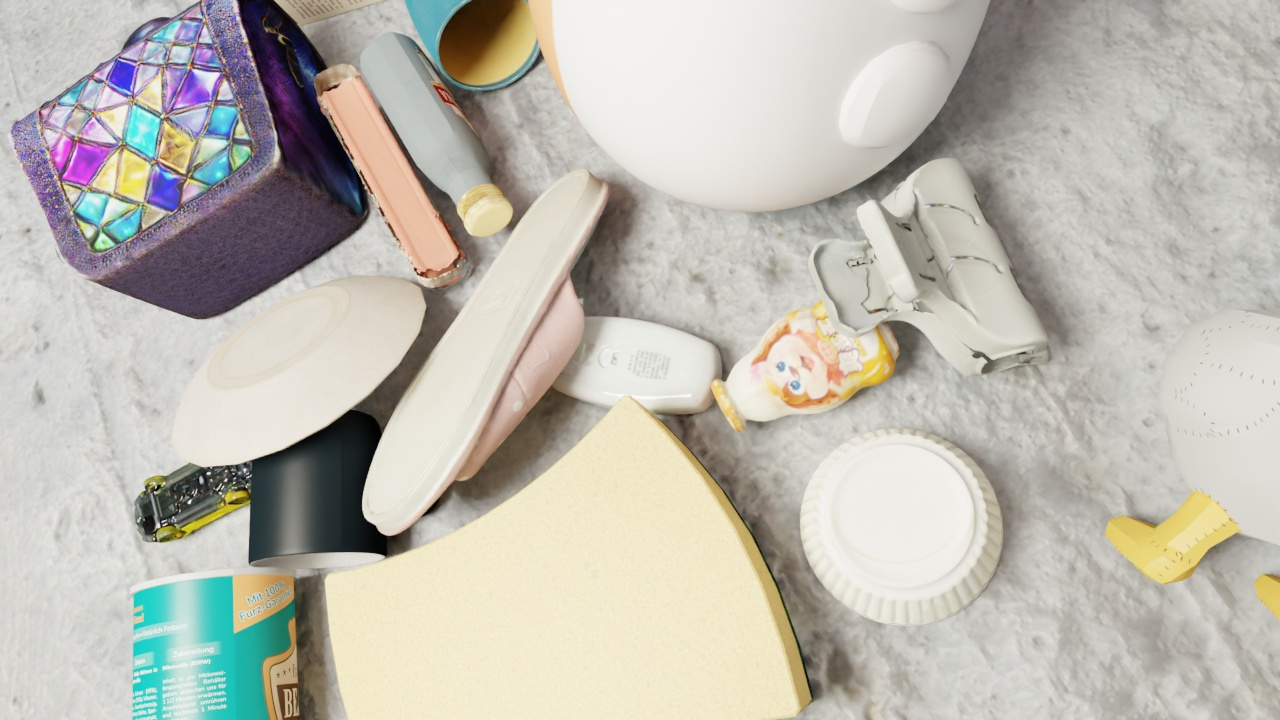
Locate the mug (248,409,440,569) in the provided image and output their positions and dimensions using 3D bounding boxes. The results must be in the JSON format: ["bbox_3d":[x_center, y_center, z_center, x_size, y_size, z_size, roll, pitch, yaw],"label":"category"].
[{"bbox_3d":[-0.194,0.085,0.611,0.121,0.085,0.094,-1,72,-13],"label":"mug"}]

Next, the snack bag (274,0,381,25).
[{"bbox_3d":[-0.269,-0.342,0.748,0.206,0.070,0.094,-10,73,14],"label":"snack bag"}]

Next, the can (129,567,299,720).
[{"bbox_3d":[-0.268,0.212,0.581,0.099,0.099,0.143,-13,72,12],"label":"can"}]

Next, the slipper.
[{"bbox_3d":[-0.088,-0.007,0.593,0.114,0.054,0.273,-1,56,54],"label":"slipper"}]

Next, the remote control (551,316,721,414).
[{"bbox_3d":[-0.004,0.003,0.598,0.114,0.028,0.060,7,76,21],"label":"remote control"}]

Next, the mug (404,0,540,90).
[{"bbox_3d":[-0.125,-0.276,0.673,0.104,0.084,0.112,56,133,29],"label":"mug"}]

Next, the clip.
[{"bbox_3d":[0.170,-0.054,0.514,0.082,0.147,0.125,-43,58,46],"label":"clip"}]

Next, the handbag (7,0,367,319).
[{"bbox_3d":[-0.338,-0.166,0.691,0.205,0.125,0.222,-30,72,7],"label":"handbag"}]

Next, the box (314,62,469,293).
[{"bbox_3d":[-0.181,-0.134,0.659,0.058,0.053,0.186,-37,80,25],"label":"box"}]

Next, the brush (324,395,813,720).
[{"bbox_3d":[-0.046,0.164,0.542,0.250,0.075,0.195,-31,69,6],"label":"brush"}]

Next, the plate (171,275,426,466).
[{"bbox_3d":[-0.235,-0.007,0.615,0.189,0.027,0.188,-17,36,13],"label":"plate"}]

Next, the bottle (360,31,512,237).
[{"bbox_3d":[-0.143,-0.158,0.660,0.046,0.072,0.161,-34,69,3],"label":"bottle"}]

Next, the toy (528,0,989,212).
[{"bbox_3d":[0.061,-0.228,0.526,0.265,0.263,0.281,-17,42,-32],"label":"toy"}]

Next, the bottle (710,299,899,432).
[{"bbox_3d":[0.097,0.003,0.551,0.108,0.063,0.063,-30,69,7],"label":"bottle"}]

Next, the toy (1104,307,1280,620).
[{"bbox_3d":[0.332,0.000,0.427,0.141,0.246,0.268,23,105,20],"label":"toy"}]

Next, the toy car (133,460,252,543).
[{"bbox_3d":[-0.319,0.095,0.665,0.107,0.030,0.049,-26,71,6],"label":"toy car"}]

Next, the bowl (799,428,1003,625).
[{"bbox_3d":[0.145,0.089,0.514,0.115,0.062,0.115,-4,74,15],"label":"bowl"}]
